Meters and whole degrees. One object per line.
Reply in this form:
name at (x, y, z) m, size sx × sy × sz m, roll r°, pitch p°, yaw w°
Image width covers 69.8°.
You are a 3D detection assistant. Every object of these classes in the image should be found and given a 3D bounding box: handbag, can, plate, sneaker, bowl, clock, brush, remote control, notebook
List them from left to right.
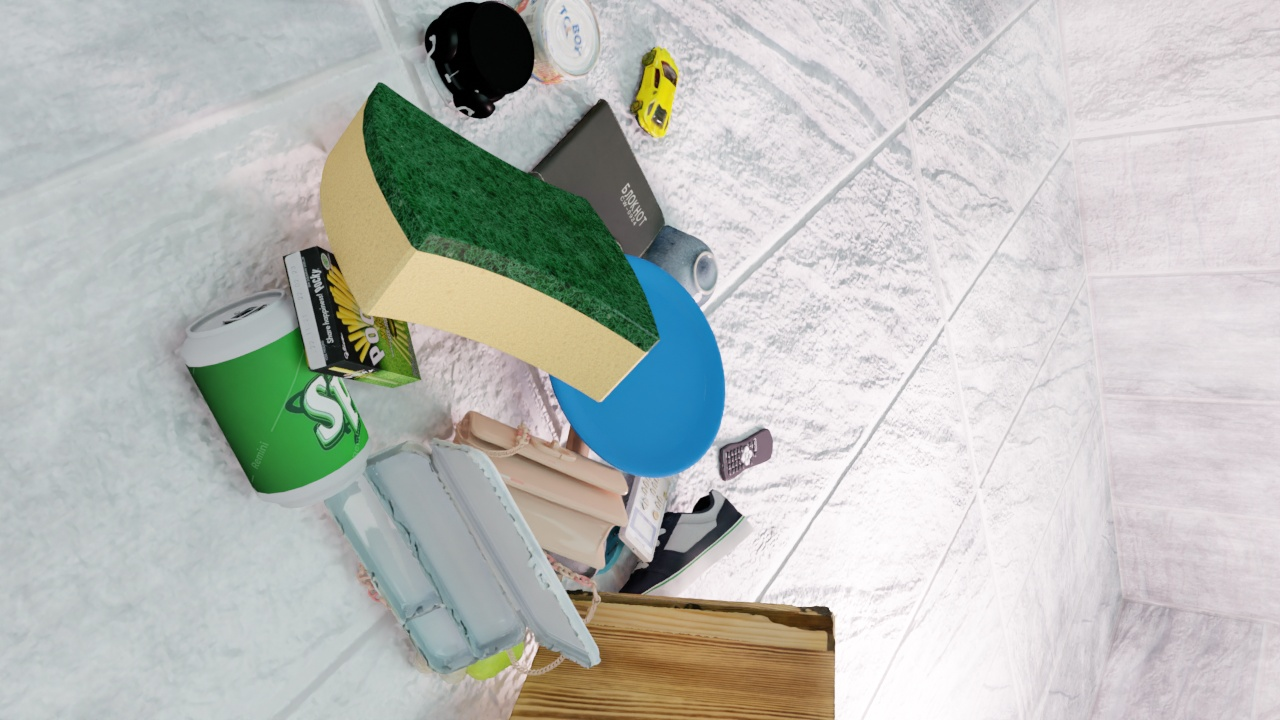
can at (-0.254, 0.027, 0.648) m, size 0.087 × 0.088 × 0.140 m, roll -41°, pitch 122°, yaw -42°
clock at (-0.143, -0.267, 0.809) m, size 0.120 × 0.043 × 0.091 m, roll -51°, pitch 128°, yaw -37°
brush at (-0.115, -0.089, 0.715) m, size 0.250 × 0.075 × 0.195 m, roll 23°, pitch 29°, yaw -41°
handbag at (-0.127, 0.148, 0.812) m, size 0.198 × 0.116 × 0.187 m, roll 24°, pitch 106°, yaw -17°
can at (-0.080, -0.313, 0.885) m, size 0.086 × 0.043 × 0.086 m, roll -6°, pitch 98°, yaw -51°
notebook at (-0.055, -0.141, 0.938) m, size 0.208 × 0.029 × 0.169 m, roll -53°, pitch 130°, yaw -33°
plate at (-0.005, 0.005, 0.896) m, size 0.224 × 0.024 × 0.224 m, roll 16°, pitch 65°, yaw -36°
remote control at (0.009, 0.152, 1.007) m, size 0.050 × 0.011 × 0.135 m, roll 50°, pitch 38°, yaw -29°
sneaker at (0.025, 0.223, 1.026) m, size 0.234 × 0.084 × 0.079 m, roll -31°, pitch 80°, yaw -37°
bowl at (0.054, -0.100, 1.052) m, size 0.110 × 0.055 × 0.110 m, roll -4°, pitch 96°, yaw -51°
remote control at (0.142, 0.122, 1.205) m, size 0.124 × 0.009 × 0.046 m, roll -16°, pitch 104°, yaw -50°

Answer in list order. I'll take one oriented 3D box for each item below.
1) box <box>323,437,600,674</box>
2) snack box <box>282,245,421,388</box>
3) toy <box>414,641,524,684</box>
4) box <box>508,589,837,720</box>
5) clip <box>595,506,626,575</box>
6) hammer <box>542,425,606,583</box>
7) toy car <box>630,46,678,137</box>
box at (-0.134, 0.154, 0.713) m, size 0.211 × 0.186 × 0.084 m, roll 63°, pitch 27°, yaw -21°
snack box at (-0.207, -0.027, 0.675) m, size 0.147 × 0.025 × 0.080 m, roll 45°, pitch 29°, yaw -81°
toy at (-0.152, 0.243, 0.819) m, size 0.115 × 0.046 × 0.092 m, roll -2°, pitch 92°, yaw -44°
box at (0.033, 0.343, 0.806) m, size 0.258 × 0.279 × 0.220 m, roll -16°, pitch 108°, yaw -77°
clip at (-0.033, 0.169, 0.981) m, size 0.120 × 0.033 × 0.119 m, roll -53°, pitch 126°, yaw -35°
hammer at (-0.056, 0.057, 0.913) m, size 0.098 × 0.052 × 0.328 m, roll 21°, pitch 78°, yaw -50°
toy car at (0.020, -0.300, 1.022) m, size 0.049 × 0.030 × 0.106 m, roll 25°, pitch 71°, yaw -48°
